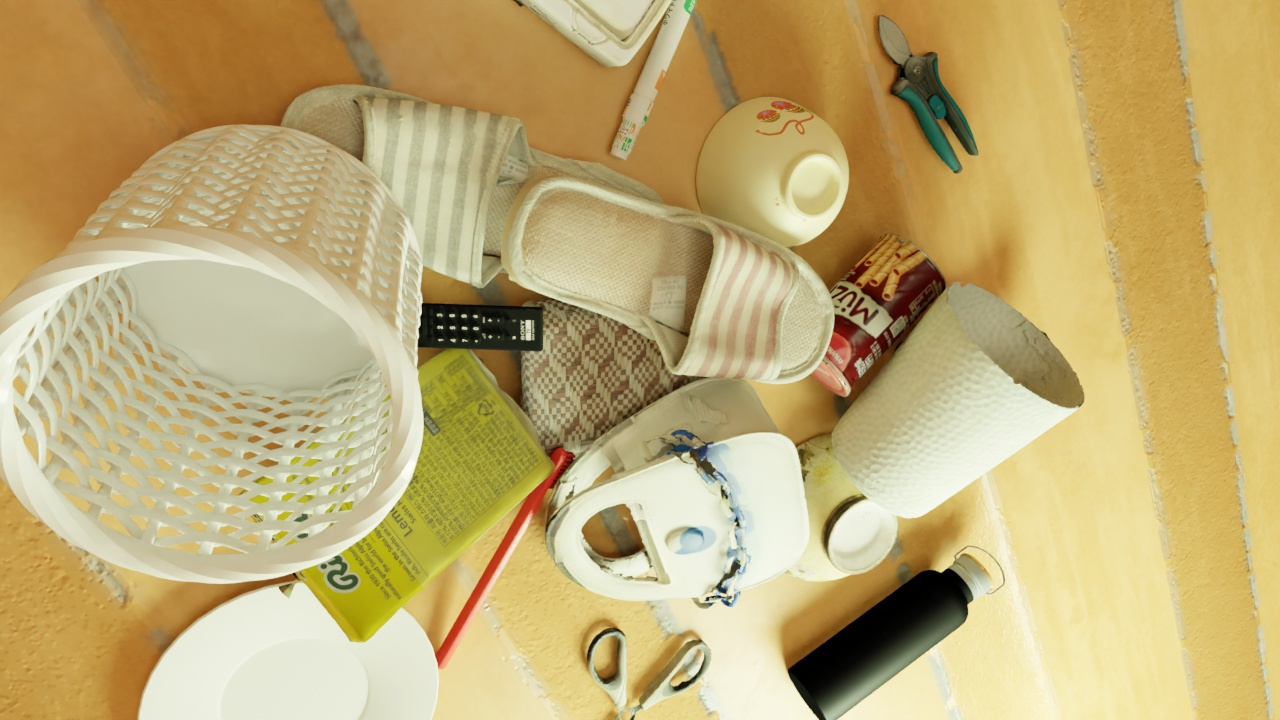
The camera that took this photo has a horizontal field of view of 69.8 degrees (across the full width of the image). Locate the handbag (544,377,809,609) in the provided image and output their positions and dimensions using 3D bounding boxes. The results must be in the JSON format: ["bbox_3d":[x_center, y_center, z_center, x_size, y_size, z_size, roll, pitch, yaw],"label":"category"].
[{"bbox_3d":[0.028,0.120,0.702,0.199,0.093,0.201,-24,132,-4],"label":"handbag"}]

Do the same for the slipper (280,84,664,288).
[{"bbox_3d":[-0.101,-0.108,0.616,0.272,0.054,0.114,13,106,-27],"label":"slipper"}]

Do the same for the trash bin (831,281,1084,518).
[{"bbox_3d":[0.246,0.039,0.745,0.133,0.133,0.162,18,128,-27],"label":"trash bin"}]

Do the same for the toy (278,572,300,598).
[{"bbox_3d":[-0.206,0.129,0.639,0.100,0.062,0.076,-43,137,-13],"label":"toy"}]

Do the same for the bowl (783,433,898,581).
[{"bbox_3d":[0.178,0.142,0.808,0.145,0.063,0.145,-7,109,-20],"label":"bowl"}]

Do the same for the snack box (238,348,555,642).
[{"bbox_3d":[-0.155,0.081,0.616,0.180,0.045,0.121,-41,99,-30],"label":"snack box"}]

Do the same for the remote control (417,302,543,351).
[{"bbox_3d":[-0.136,-0.023,0.619,0.140,0.009,0.030,2,108,2],"label":"remote control"}]

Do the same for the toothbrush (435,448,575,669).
[{"bbox_3d":[-0.105,0.155,0.701,0.017,0.012,0.213,17,110,-41],"label":"toothbrush"}]

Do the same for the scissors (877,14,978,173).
[{"bbox_3d":[0.236,-0.219,0.741,0.139,0.019,0.136,-7,107,-20],"label":"scissors"}]

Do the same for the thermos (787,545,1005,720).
[{"bbox_3d":[0.251,0.255,0.878,0.231,0.061,0.061,-32,116,-11],"label":"thermos"}]

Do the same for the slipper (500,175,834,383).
[{"bbox_3d":[0.031,-0.049,0.633,0.262,0.052,0.115,19,92,-25],"label":"slipper"}]

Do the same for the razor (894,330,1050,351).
[{"bbox_3d":[0.295,0.000,0.813,0.140,0.063,0.053,-4,128,-11],"label":"razor"}]

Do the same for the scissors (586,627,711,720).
[{"bbox_3d":[-0.006,0.297,0.808,0.170,0.012,0.157,-32,114,-11],"label":"scissors"}]

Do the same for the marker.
[{"bbox_3d":[0.013,-0.211,0.648,0.017,0.017,0.145,20,98,-27],"label":"marker"}]

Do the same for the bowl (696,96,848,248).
[{"bbox_3d":[0.110,-0.134,0.683,0.117,0.074,0.118,-7,109,-21],"label":"bowl"}]

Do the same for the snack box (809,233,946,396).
[{"bbox_3d":[0.181,-0.038,0.747,0.121,0.072,0.072,-45,118,-5],"label":"snack box"}]

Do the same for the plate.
[{"bbox_3d":[-0.257,0.255,0.685,0.208,0.015,0.209,-7,109,-21],"label":"plate"}]

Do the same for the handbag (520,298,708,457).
[{"bbox_3d":[-0.004,0.004,0.696,0.185,0.047,0.124,-8,118,-21],"label":"handbag"}]

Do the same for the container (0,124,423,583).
[{"bbox_3d":[-0.214,-0.013,0.495,0.189,0.186,0.190,-5,120,-9],"label":"container"}]

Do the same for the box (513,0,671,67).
[{"bbox_3d":[-0.008,-0.295,0.564,0.143,0.099,0.184,31,94,-28],"label":"box"}]
